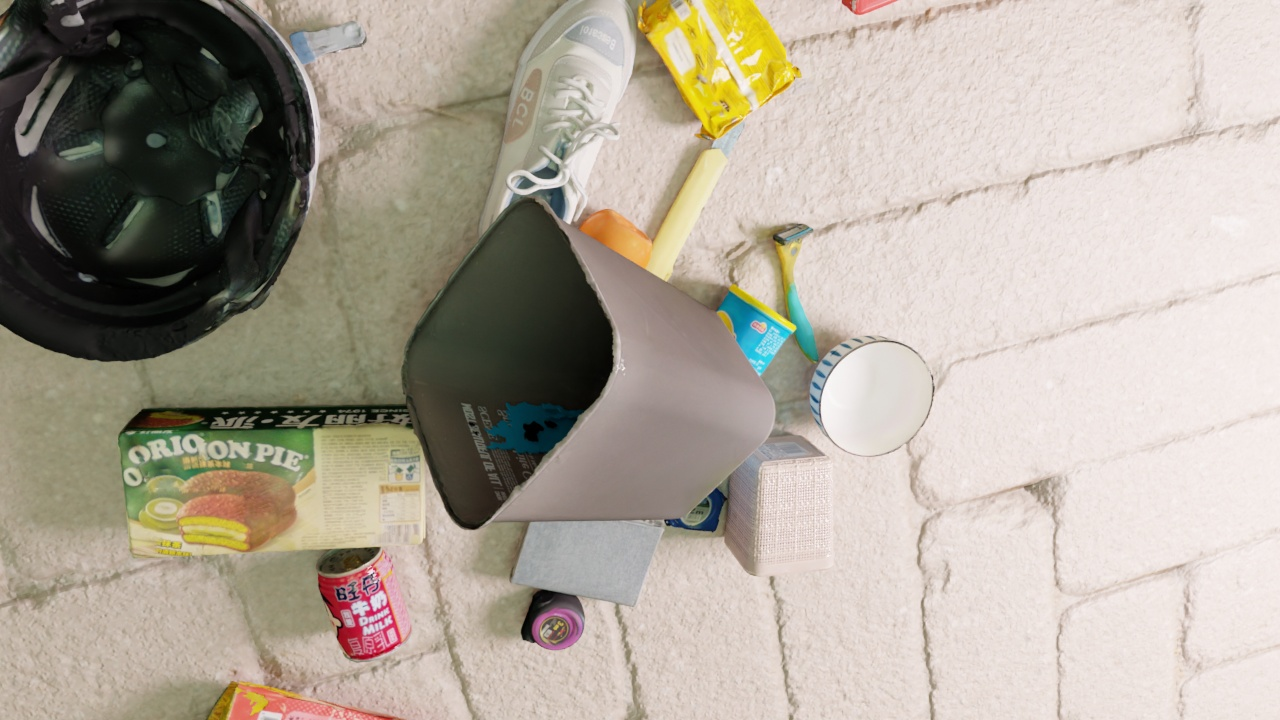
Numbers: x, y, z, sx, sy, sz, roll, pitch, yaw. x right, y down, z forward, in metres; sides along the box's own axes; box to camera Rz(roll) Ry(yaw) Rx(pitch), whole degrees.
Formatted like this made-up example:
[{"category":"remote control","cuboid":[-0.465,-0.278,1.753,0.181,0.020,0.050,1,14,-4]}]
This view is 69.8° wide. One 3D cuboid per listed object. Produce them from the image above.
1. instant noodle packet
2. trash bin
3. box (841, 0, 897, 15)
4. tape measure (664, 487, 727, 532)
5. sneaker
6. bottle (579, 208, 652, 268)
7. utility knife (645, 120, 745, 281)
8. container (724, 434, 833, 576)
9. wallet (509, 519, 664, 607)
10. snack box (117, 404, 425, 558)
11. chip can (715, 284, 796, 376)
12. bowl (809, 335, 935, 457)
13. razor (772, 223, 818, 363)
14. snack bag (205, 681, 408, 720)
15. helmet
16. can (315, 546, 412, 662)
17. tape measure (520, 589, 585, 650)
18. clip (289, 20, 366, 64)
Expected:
[{"category":"instant noodle packet","cuboid":[0.064,-0.264,0.769,0.110,0.044,0.128,-37,115,-7]},{"category":"trash bin","cuboid":[-0.034,0.022,0.718,0.219,0.199,0.199,19,123,-46]},{"category":"box","cuboid":[0.246,-0.385,0.777,0.201,0.100,0.094,-23,152,-6]},{"category":"tape measure","cuboid":[0.054,0.142,0.907,0.058,0.025,0.054,10,104,-25]},{"category":"sneaker","cuboid":[-0.068,-0.182,0.740,0.089,0.090,0.242,19,101,-19]},{"category":"bottle","cuboid":[-0.054,-0.059,0.801,0.066,0.066,0.150,34,105,-20]},{"category":"utility knife","cuboid":[0.043,-0.133,0.819,0.031,0.019,0.183,24,107,-23]},{"category":"container","cuboid":[0.135,0.137,0.892,0.090,0.090,0.111,-4,105,-12]},{"category":"wallet","cuboid":[-0.051,0.178,0.887,0.129,0.037,0.107,16,103,-15]},{"category":"snack box","cuboid":[-0.307,0.101,0.789,0.240,0.063,0.114,-1,107,-13]},{"category":"chip can","cuboid":[0.055,0.035,0.849,0.071,0.071,0.210,31,99,-20]},{"category":"bowl","cuboid":[0.215,0.028,0.886,0.116,0.066,0.116,-3,107,-12]},{"category":"razor","cuboid":[0.149,-0.060,0.863,0.043,0.028,0.132,-28,112,-37]},{"category":"snack bag","cuboid":[-0.307,0.374,0.879,0.207,0.073,0.129,27,104,-25]},{"category":"helmet","cuboid":[-0.346,-0.148,0.651,0.230,0.156,0.274,30,109,-22]},{"category":"can","cuboid":[-0.252,0.217,0.836,0.066,0.066,0.094,-14,110,-9]},{"category":"tape measure","cuboid":[-0.084,0.253,0.903,0.058,0.039,0.057,16,103,-12]},{"category":"clip","cuboid":[-0.242,-0.249,0.715,0.058,0.037,0.026,-16,108,-9]}]
